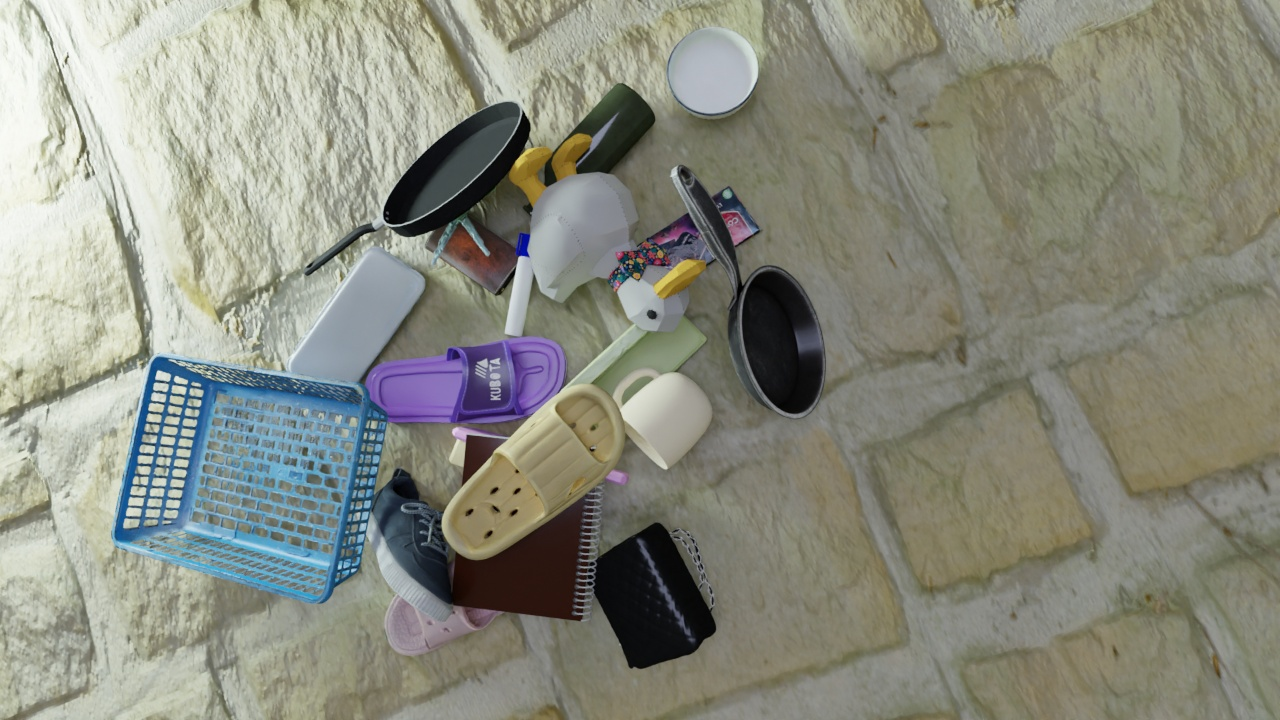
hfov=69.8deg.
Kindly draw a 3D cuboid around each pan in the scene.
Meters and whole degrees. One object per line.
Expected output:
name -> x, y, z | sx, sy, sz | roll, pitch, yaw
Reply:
pan -> 0.122, -0.079, 1.065 | 0.055, 0.357, 0.186 | -13, 38, 40
pan -> -0.285, -0.205, 1.167 | 0.357, 0.225, 0.034 | -34, 124, 10

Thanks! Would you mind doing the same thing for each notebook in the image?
notebook -> -0.134, 0.201, 1.105 | 0.171, 0.022, 0.209 | 6, 93, 4

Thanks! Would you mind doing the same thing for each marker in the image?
marker -> -0.157, -0.099, 1.203 | 0.027, 0.023, 0.133 | 10, 94, -15

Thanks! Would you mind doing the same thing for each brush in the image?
brush -> -0.129, 0.133, 1.153 | 0.229, 0.089, 0.043 | 15, 90, 7

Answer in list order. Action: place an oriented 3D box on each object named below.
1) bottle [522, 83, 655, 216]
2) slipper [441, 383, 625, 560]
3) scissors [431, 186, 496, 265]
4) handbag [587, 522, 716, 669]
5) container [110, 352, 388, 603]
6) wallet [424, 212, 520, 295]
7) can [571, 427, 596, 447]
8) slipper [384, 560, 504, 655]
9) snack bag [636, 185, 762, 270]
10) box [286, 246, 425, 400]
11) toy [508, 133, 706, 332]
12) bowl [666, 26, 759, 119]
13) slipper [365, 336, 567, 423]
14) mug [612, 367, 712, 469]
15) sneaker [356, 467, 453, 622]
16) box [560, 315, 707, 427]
bottle -> -0.073, -0.265, 1.200 | 0.071, 0.071, 0.207 | 43, 89, 9
slipper -> -0.125, 0.138, 1.053 | 0.261, 0.079, 0.111 | -41, 92, 7
scissors -> -0.246, -0.195, 1.216 | 0.160, 0.025, 0.171 | 18, 63, 12
handbag -> 0.013, 0.289, 1.135 | 0.125, 0.114, 0.153 | -32, 84, 25
container -> -0.480, 0.139, 1.149 | 0.363, 0.089, 0.257 | 8, 84, 23
wallet -> -0.221, -0.147, 1.228 | 0.123, 0.019, 0.072 | 35, 88, 9
can -> -0.079, 0.106, 1.178 | 0.095, 0.032, 0.032 | 15, 85, 8
slipper -> -0.220, 0.295, 1.157 | 0.239, 0.064, 0.094 | -25, 82, 1
snack bag -> 0.073, -0.158, 1.200 | 0.155, 0.018, 0.074 | -33, 80, 0
box -> -0.372, -0.048, 1.204 | 0.122, 0.083, 0.215 | 31, 87, 12
toy -> -0.052, -0.137, 1.110 | 0.140, 0.247, 0.267 | -31, 90, -42
bowl -> 0.095, -0.366, 1.197 | 0.118, 0.062, 0.118 | -1, 84, 6
slipper -> -0.230, 0.029, 1.177 | 0.266, 0.084, 0.107 | -6, 83, 5
mug -> 0.028, 0.059, 1.139 | 0.099, 0.096, 0.120 | -43, 87, -11
sneaker -> -0.272, 0.221, 1.123 | 0.087, 0.089, 0.235 | -47, 46, -1
box -> -0.012, 0.000, 1.160 | 0.188, 0.083, 0.091 | -45, 76, -1
